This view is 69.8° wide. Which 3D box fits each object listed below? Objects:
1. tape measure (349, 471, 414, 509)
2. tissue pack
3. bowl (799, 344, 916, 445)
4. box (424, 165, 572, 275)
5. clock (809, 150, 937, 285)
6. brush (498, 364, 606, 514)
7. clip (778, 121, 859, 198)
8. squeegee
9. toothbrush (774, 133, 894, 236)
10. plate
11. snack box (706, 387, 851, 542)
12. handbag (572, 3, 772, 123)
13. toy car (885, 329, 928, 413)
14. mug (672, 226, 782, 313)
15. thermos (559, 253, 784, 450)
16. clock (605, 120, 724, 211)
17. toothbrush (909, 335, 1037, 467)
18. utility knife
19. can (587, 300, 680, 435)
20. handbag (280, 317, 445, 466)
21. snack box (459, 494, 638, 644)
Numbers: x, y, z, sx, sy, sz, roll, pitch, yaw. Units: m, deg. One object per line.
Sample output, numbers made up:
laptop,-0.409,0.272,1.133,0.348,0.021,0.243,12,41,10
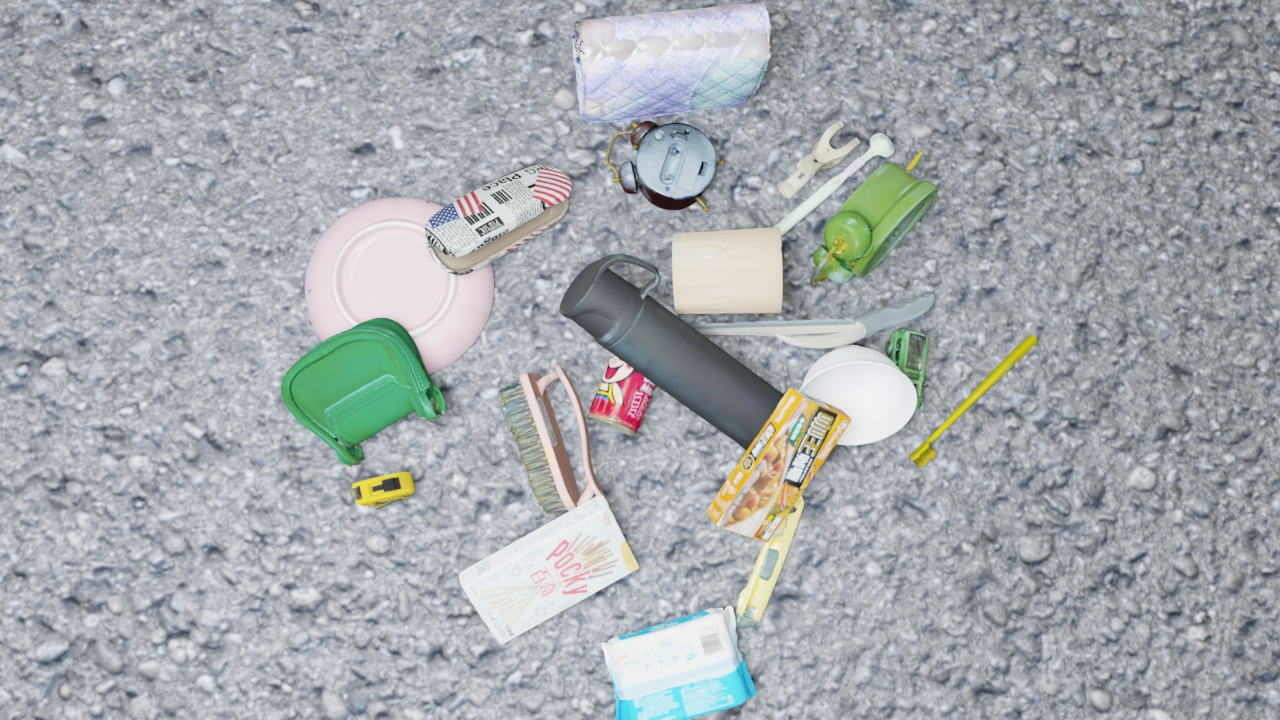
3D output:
tape measure,-0.249,0.128,0.893,0.057,0.060,0.029,-14,82,-11
tissue pack,0.035,0.298,0.886,0.140,0.063,0.090,-14,82,-7
bowl,0.213,0.023,0.927,0.118,0.118,0.064,8,44,-3
box,-0.141,-0.153,0.914,0.163,0.077,0.075,-33,80,-24
clock,0.230,-0.134,0.933,0.056,0.116,0.161,43,78,14
brush,-0.085,0.081,0.907,0.073,0.063,0.145,-20,85,4
clip,0.192,-0.215,0.980,0.034,0.060,0.097,46,70,2
squeegee,0.210,-0.036,0.918,0.246,0.247,0.039,-10,96,-32
toothbrush,0.196,-0.178,0.984,0.189,0.020,0.029,-40,80,-7
plate,-0.246,-0.078,0.930,0.192,0.039,0.192,1,82,-4
snack box,0.134,0.103,0.894,0.075,0.026,0.154,22,106,-34
handbag,0.026,-0.304,0.932,0.194,0.134,0.075,-8,83,-6
toy car,0.277,0.012,0.956,0.043,0.036,0.091,10,86,-4
mug,0.086,-0.095,0.913,0.103,0.124,0.084,-1,114,5
thermos,0.043,-0.008,0.873,0.242,0.068,0.090,36,117,-23
clock,0.024,-0.204,0.958,0.122,0.055,0.082,19,82,0
toothbrush,0.353,0.042,0.966,0.190,0.016,0.016,-43,92,-8
utility knife,0.135,0.190,0.935,0.031,0.019,0.177,23,77,-6
can,-0.006,0.005,0.928,0.053,0.053,0.132,22,82,-1
handbag,-0.265,0.029,0.881,0.131,0.068,0.120,-31,100,9
snack box,-0.087,0.203,0.889,0.156,0.027,0.085,-28,119,-7
